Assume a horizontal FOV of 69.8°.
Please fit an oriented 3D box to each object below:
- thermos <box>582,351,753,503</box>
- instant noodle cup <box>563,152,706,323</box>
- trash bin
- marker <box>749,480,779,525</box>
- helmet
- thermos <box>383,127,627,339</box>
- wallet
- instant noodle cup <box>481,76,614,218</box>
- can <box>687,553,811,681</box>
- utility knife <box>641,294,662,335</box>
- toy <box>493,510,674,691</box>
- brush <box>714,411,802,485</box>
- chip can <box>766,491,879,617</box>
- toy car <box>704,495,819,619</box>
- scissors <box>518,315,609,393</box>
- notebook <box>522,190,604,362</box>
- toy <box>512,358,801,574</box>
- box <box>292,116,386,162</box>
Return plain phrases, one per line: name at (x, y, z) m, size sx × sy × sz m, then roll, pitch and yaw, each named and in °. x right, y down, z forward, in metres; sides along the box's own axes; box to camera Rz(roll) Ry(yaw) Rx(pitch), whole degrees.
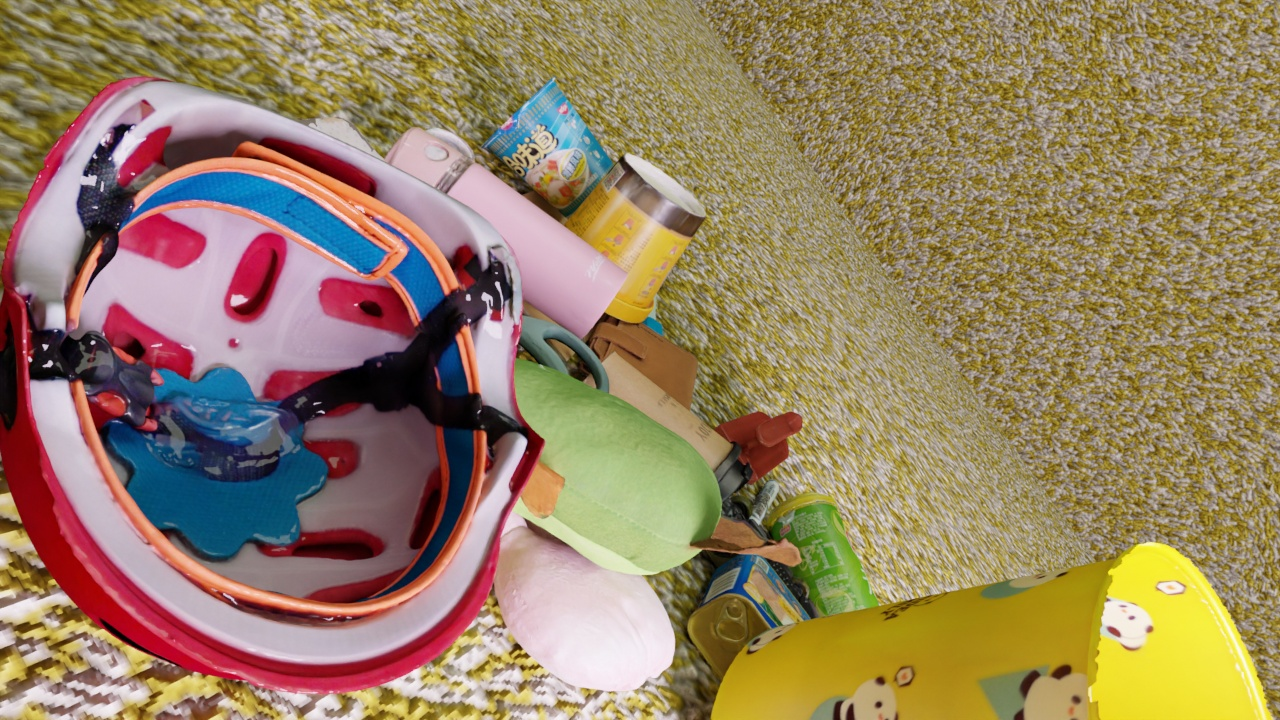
thermos at (0.009, 0.063, 0.714) m, size 0.143 × 0.093 × 0.092 m, roll 46°, pitch 23°, yaw 0°
instant noodle cup at (-0.011, -0.115, 0.834) m, size 0.118 × 0.115 × 0.118 m, roll 32°, pitch 21°, yaw -14°
trash bin at (0.190, 0.236, 0.527) m, size 0.229 × 0.256 × 0.229 m, roll 18°, pitch 63°, yaw -38°
marker at (0.112, 0.144, 0.877) m, size 0.017 × 0.017 × 0.145 m, roll 54°, pitch 23°, yaw 2°
helmet at (-0.158, 0.024, 0.383) m, size 0.206 × 0.144 × 0.239 m, roll 18°, pitch 54°, yaw -39°
thermos at (-0.104, -0.105, 0.712) m, size 0.198 × 0.067 × 0.087 m, roll 36°, pitch 45°, yaw -6°
wallet at (-0.005, 0.005, 0.810) m, size 0.119 × 0.035 × 0.130 m, roll 37°, pitch 26°, yaw -10°
instant noodle cup at (-0.083, -0.200, 0.894) m, size 0.110 × 0.099 × 0.099 m, roll 47°, pitch 24°, yaw -16°
can at (0.089, 0.206, 0.697) m, size 0.102 × 0.057 × 0.083 m, roll 53°, pitch 21°, yaw -1°
utility knife at (0.011, -0.019, 0.911) m, size 0.034 × 0.018 × 0.217 m, roll 40°, pitch 27°, yaw -23°
toy at (-0.046, 0.130, 0.555) m, size 0.159 × 0.054 × 0.121 m, roll 50°, pitch 20°, yaw 25°
brush at (0.120, 0.080, 0.914) m, size 0.063 × 0.069 × 0.145 m, roll 58°, pitch 24°, yaw 10°
chip can at (0.180, 0.228, 0.816) m, size 0.072 × 0.073 × 0.221 m, roll 29°, pitch 33°, yaw -44°
toy car at (0.097, 0.177, 0.769) m, size 0.158 × 0.042 × 0.070 m, roll 53°, pitch 23°, yaw 2°
scissors at (-0.088, -0.018, 0.678) m, size 0.143 × 0.019 × 0.180 m, roll -5°, pitch 47°, yaw -31°
notebook at (-0.082, -0.087, 0.847) m, size 0.148 × 0.008 × 0.207 m, roll 51°, pitch 23°, yaw -6°
toy at (-0.031, 0.062, 0.529) m, size 0.247 × 0.090 × 0.227 m, roll 28°, pitch 0°, yaw 4°
box at (-0.181, -0.081, 0.592) m, size 0.184 × 0.061 × 0.089 m, roll 50°, pitch 23°, yaw -1°
